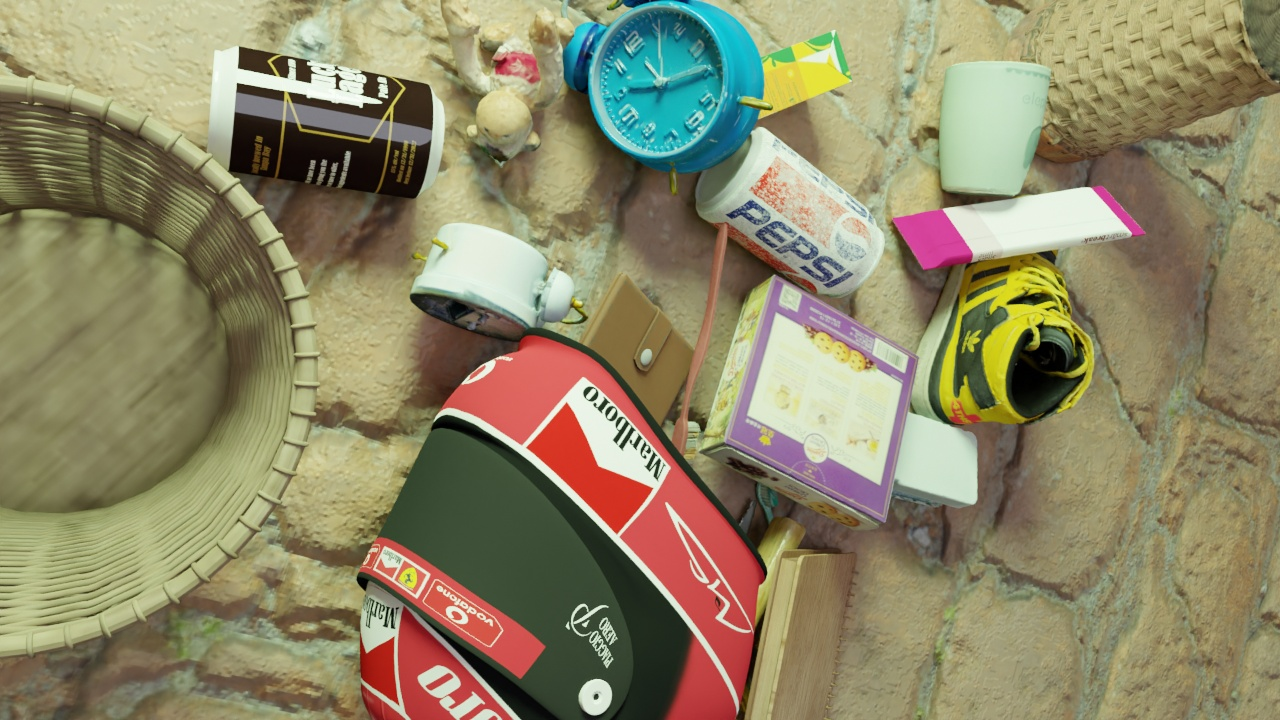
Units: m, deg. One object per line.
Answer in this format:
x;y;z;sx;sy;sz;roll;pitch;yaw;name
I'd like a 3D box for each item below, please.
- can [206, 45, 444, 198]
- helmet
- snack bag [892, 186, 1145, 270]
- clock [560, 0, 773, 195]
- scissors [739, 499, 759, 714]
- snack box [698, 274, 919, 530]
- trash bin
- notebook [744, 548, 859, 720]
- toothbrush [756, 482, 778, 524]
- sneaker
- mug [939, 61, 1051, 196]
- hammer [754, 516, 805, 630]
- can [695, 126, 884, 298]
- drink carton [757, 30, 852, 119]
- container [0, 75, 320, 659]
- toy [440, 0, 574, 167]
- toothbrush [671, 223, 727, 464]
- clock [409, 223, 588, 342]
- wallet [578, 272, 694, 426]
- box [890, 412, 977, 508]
-0.188;-0.141;0.552;0.128;0.072;0.072;5;89;-26;can
-0.059;0.152;0.552;0.224;0.198;0.271;-46;110;-26;helmet
0.319;-0.113;0.778;0.196;0.070;0.016;-10;139;-7;snack bag
0.010;-0.201;0.627;0.161;0.117;0.060;51;26;5;clock
0.055;0.219;0.710;0.226;0.016;0.225;36;76;-22;scissors
0.131;0.032;0.689;0.143;0.041;0.147;28;63;-16;snack box
0.442;-0.259;0.779;0.151;0.210;0.151;-1;92;-26;trash bin
0.118;0.248;0.691;0.169;0.022;0.210;20;81;-61;notebook
0.116;0.161;0.738;0.022;0.017;0.135;-20;99;-28;toothbrush
0.329;-0.047;0.779;0.086;0.122;0.238;35;77;-24;sneaker
0.306;-0.196;0.794;0.111;0.084;0.104;-8;106;-54;mug
0.034;0.254;0.642;0.033;0.132;0.329;35;68;-8;hammer
0.114;-0.109;0.696;0.136;0.078;0.078;31;78;-23;can
0.091;-0.205;0.693;0.122;0.058;0.041;-26;102;-23;drink carton
-0.284;0.001;0.440;0.226;0.196;0.227;-1;91;-26;container
-0.093;-0.181;0.606;0.085;0.074;0.106;13;108;6;toy
0.046;-0.010;0.679;0.015;0.015;0.184;3;104;-31;toothbrush
-0.090;-0.043;0.598;0.117;0.083;0.057;22;75;-24;clock
-0.004;0.004;0.649;0.087;0.013;0.121;-61;142;-12;wallet
0.190;0.069;0.753;0.198;0.070;0.085;15;98;-21;box
